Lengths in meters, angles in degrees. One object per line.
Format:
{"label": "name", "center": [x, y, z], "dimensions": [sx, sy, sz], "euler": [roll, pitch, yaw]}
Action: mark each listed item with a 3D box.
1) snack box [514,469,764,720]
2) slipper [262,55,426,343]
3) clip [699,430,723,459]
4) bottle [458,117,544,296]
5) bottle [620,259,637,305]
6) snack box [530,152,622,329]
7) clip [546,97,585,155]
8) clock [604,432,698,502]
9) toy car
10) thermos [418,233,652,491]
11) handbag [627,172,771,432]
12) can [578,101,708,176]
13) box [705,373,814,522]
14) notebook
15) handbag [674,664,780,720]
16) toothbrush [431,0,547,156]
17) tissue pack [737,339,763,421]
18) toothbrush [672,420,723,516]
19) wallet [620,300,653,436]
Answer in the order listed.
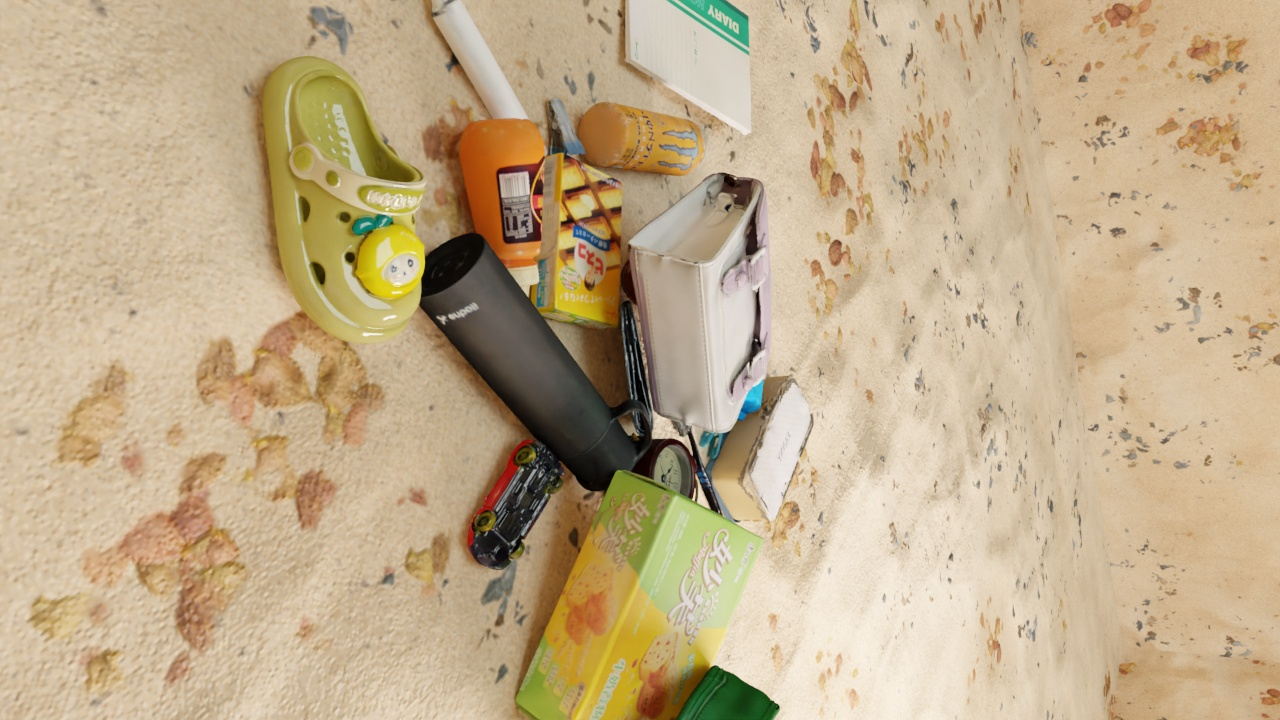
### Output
{"label": "snack box", "center": [0.005, 0.217, 0.780], "dimensions": [0.157, 0.070, 0.210], "euler": [33, 79, -48]}
{"label": "slipper", "center": [-0.184, -0.106, 0.592], "dimensions": [0.091, 0.082, 0.190], "euler": [-20, 100, -51]}
{"label": "clip", "center": [0.080, 0.078, 0.996], "dimensions": [0.039, 0.014, 0.055], "euler": [51, 47, -39]}
{"label": "bottle", "center": [-0.104, -0.113, 0.724], "dimensions": [0.066, 0.067, 0.149], "euler": [-19, 109, -54]}
{"label": "bottle", "center": [0.050, -0.124, 0.938], "dimensions": [0.205, 0.060, 0.060], "euler": [-50, 125, -45]}
{"label": "snack box", "center": [-0.055, -0.103, 0.812], "dimensions": [0.086, 0.034, 0.140], "euler": [14, 76, -52]}
{"label": "clip", "center": [-0.070, -0.206, 0.814], "dimensions": [0.027, 0.045, 0.058], "euler": [-12, 87, -51]}
{"label": "clock", "center": [0.017, 0.115, 0.867], "dimensions": [0.122, 0.055, 0.082], "euler": [33, 60, -45]}
{"label": "toy car", "center": [-0.101, 0.113, 0.724], "dimensions": [0.049, 0.031, 0.106], "euler": [52, 55, -37]}
{"label": "thermos", "center": [-0.074, 0.005, 0.727], "dimensions": [0.242, 0.090, 0.068], "euler": [54, 14, -37]}
{"label": "handbag", "center": [0.068, -0.052, 0.838], "dimensions": [0.144, 0.098, 0.197], "euler": [-55, 149, -40]}
{"label": "can", "center": [0.005, -0.211, 0.885], "dimensions": [0.145, 0.058, 0.058], "euler": [-10, 94, -54]}
{"label": "box", "center": [0.135, 0.102, 1.035], "dimensions": [0.183, 0.060, 0.090], "euler": [-55, 128, -39]}
{"label": "notebook", "center": [0.055, -0.348, 0.990], "dimensions": [0.208, 0.012, 0.150], "euler": [13, 72, -47]}
{"label": "handbag", "center": [0.055, 0.327, 0.758], "dimensions": [0.120, 0.068, 0.131], "euler": [-65, 163, 12]}
{"label": "toothbrush", "center": [-0.137, -0.250, 0.718], "dimensions": [0.221, 0.026, 0.026], "euler": [59, 32, -32]}
{"label": "tissue pack", "center": [0.099, -0.019, 1.000], "dimensions": [0.095, 0.052, 0.157], "euler": [22, 69, -52]}
{"label": "toothbrush", "center": [0.068, 0.131, 0.973], "dimensions": [0.016, 0.014, 0.189], "euler": [-46, 123, -45]}
{"label": "wallet", "center": [-0.005, 0.005, 0.843], "dimensions": [0.097, 0.019, 0.121], "euler": [-110, -168, -86]}
